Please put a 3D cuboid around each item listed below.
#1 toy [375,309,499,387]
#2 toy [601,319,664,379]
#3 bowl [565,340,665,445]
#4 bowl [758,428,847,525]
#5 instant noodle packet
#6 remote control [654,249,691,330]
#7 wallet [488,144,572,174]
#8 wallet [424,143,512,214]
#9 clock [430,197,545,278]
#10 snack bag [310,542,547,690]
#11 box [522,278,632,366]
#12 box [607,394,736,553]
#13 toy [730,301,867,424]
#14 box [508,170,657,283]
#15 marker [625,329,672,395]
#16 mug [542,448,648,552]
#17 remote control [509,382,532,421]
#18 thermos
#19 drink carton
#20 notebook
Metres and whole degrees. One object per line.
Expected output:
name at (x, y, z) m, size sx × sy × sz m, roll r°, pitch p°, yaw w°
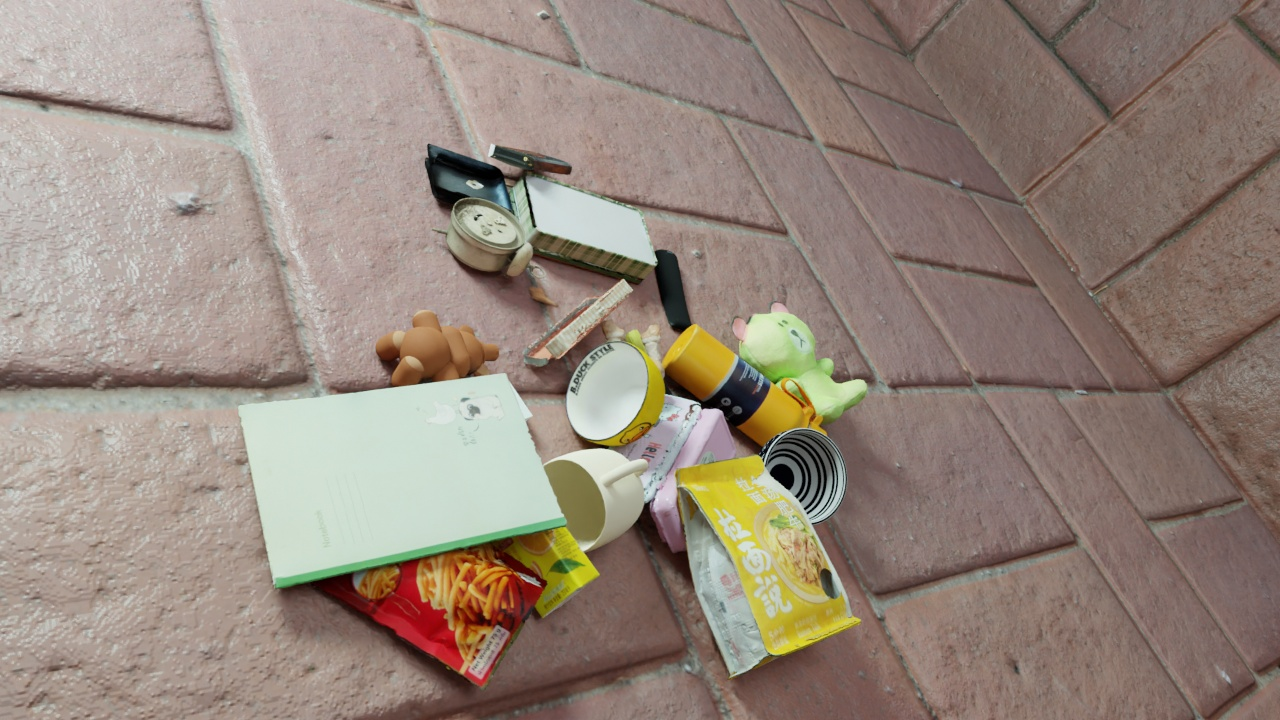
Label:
toy at (-0.206, -0.005, 0.960) m, size 0.127 × 0.065 × 0.095 m, roll 0°, pitch 62°, yaw -54°
toy at (-0.007, 0.006, 1.111) m, size 0.085 × 0.074 × 0.106 m, roll 15°, pitch 36°, yaw -40°
bowl at (-0.019, 0.043, 1.038) m, size 0.067 × 0.117 × 0.117 m, roll 29°, pitch 35°, yaw -48°
bowl at (0.192, 0.148, 1.158) m, size 0.120 × 0.066 × 0.120 m, roll 4°, pitch 80°, yaw -21°
instant noodle packet at (0.128, 0.210, 1.001) m, size 0.162 × 0.084 × 0.221 m, roll -4°, pitch 66°, yaw -46°
remote control at (0.048, -0.103, 1.319) m, size 0.041 × 0.020 × 0.151 m, roll 17°, pitch 45°, yaw -30°
wallet at (-0.149, -0.272, 1.251) m, size 0.072 × 0.019 × 0.122 m, roll 20°, pitch 14°, yaw 16°
wallet at (-0.221, -0.226, 1.177) m, size 0.114 × 0.026 × 0.089 m, roll 14°, pitch 41°, yaw -34°
clock at (-0.176, -0.138, 1.113) m, size 0.141 × 0.055 × 0.092 m, roll 34°, pitch 34°, yaw -1°
snack bag at (-0.193, 0.182, 0.798) m, size 0.208 × 0.067 × 0.138 m, roll 33°, pitch 42°, yaw 1°
box at (-0.072, -0.046, 1.107) m, size 0.041 × 0.083 × 0.186 m, roll 51°, pitch 34°, yaw -5°
box at (0.040, 0.114, 1.054) m, size 0.146 × 0.077 × 0.201 m, roll 41°, pitch 37°, yaw -4°
toy at (0.216, 0.011, 1.304) m, size 0.197 × 0.107 × 0.149 m, roll 45°, pitch 41°, yaw 16°
box at (-0.078, -0.178, 1.252) m, size 0.205 × 0.051 × 0.117 m, roll 10°, pitch 51°, yaw -36°
marker at (0.015, 0.016, 1.173) m, size 0.021 × 0.018 × 0.123 m, roll -7°, pitch 61°, yaw -46°
mug at (-0.039, 0.131, 0.920) m, size 0.099 × 0.120 × 0.096 m, roll -8°, pitch 64°, yaw -60°
remote control at (-0.174, 0.059, 0.944) m, size 0.143 × 0.024 × 0.049 m, roll -17°, pitch 67°, yaw -52°
thermos at (0.144, 0.045, 1.203) m, size 0.232 × 0.092 × 0.076 m, roll 37°, pitch 26°, yaw -9°
drink carton at (-0.104, 0.168, 0.870) m, size 0.134 × 0.059 × 0.042 m, roll 52°, pitch 22°, yaw 12°
notebook at (-0.210, 0.096, 0.818) m, size 0.252 × 0.010 × 0.181 m, roll -7°, pitch 53°, yaw -29°
